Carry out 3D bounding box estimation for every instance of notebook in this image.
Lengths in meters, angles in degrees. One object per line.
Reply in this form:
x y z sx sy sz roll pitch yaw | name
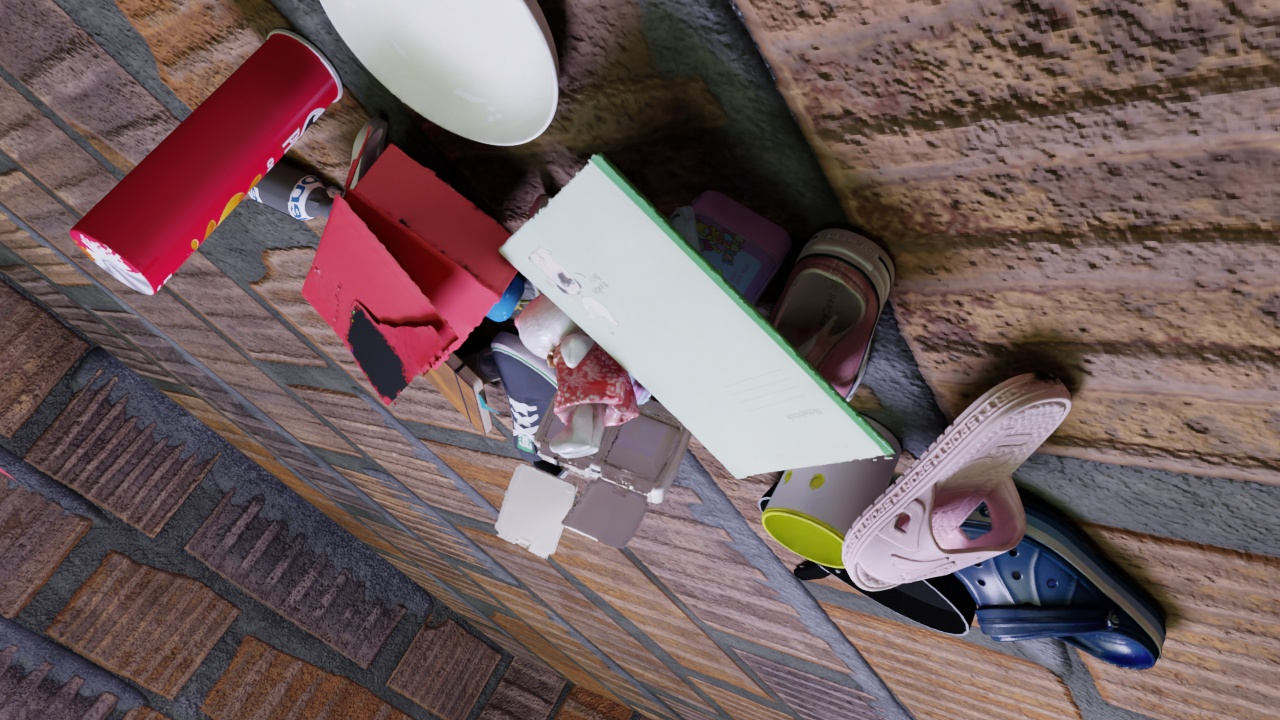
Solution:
0.027 -0.013 0.606 0.252 0.010 0.182 44 154 -12 | notebook
-0.223 0.005 1.008 0.178 0.014 0.250 43 164 7 | notebook

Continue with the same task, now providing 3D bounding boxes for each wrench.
-0.256 -0.136 0.849 0.018 0.086 0.274 33 145 -4 | wrench

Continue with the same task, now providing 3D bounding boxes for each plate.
-0.123 -0.215 0.574 0.182 0.034 0.183 25 154 13 | plate

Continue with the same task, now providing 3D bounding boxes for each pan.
0.212 0.206 0.952 0.225 0.034 0.357 35 165 5 | pan

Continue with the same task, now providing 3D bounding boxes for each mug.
0.159 0.104 0.758 0.082 0.106 0.083 26 155 13 | mug

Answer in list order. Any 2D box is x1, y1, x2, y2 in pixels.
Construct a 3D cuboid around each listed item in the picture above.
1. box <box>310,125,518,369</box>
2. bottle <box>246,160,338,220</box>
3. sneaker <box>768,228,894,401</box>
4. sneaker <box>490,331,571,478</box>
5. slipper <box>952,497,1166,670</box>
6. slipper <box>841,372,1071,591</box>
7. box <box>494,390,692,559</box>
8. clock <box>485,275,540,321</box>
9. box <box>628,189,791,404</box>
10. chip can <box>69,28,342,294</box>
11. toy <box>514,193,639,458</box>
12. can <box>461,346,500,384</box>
-0.161 -0.171 0.782 0.153 0.324 0.214 21 156 -19 | box
-0.343 -0.166 0.899 0.112 0.046 0.047 24 154 14 | bottle
0.112 0.007 0.653 0.118 0.087 0.241 26 155 11 | sneaker
-0.116 0.060 1.018 0.084 0.078 0.235 19 152 27 | sneaker
0.326 0.193 0.752 0.253 0.095 0.105 33 158 -10 | slipper
0.220 0.107 0.637 0.094 0.064 0.240 -4 139 -25 | slipper
-0.044 0.102 0.880 0.143 0.190 0.069 19 152 11 | box
-0.165 -0.085 0.834 0.161 0.060 0.117 21 152 18 | clock
0.032 -0.042 0.686 0.077 0.096 0.215 56 158 13 | box
-0.321 -0.152 0.692 0.069 0.220 0.069 25 155 13 | chip can
-0.055 -0.016 0.732 0.084 0.194 0.159 -10 158 -6 | toy
-0.183 0.009 1.048 0.038 0.038 0.080 40 154 -19 | can
